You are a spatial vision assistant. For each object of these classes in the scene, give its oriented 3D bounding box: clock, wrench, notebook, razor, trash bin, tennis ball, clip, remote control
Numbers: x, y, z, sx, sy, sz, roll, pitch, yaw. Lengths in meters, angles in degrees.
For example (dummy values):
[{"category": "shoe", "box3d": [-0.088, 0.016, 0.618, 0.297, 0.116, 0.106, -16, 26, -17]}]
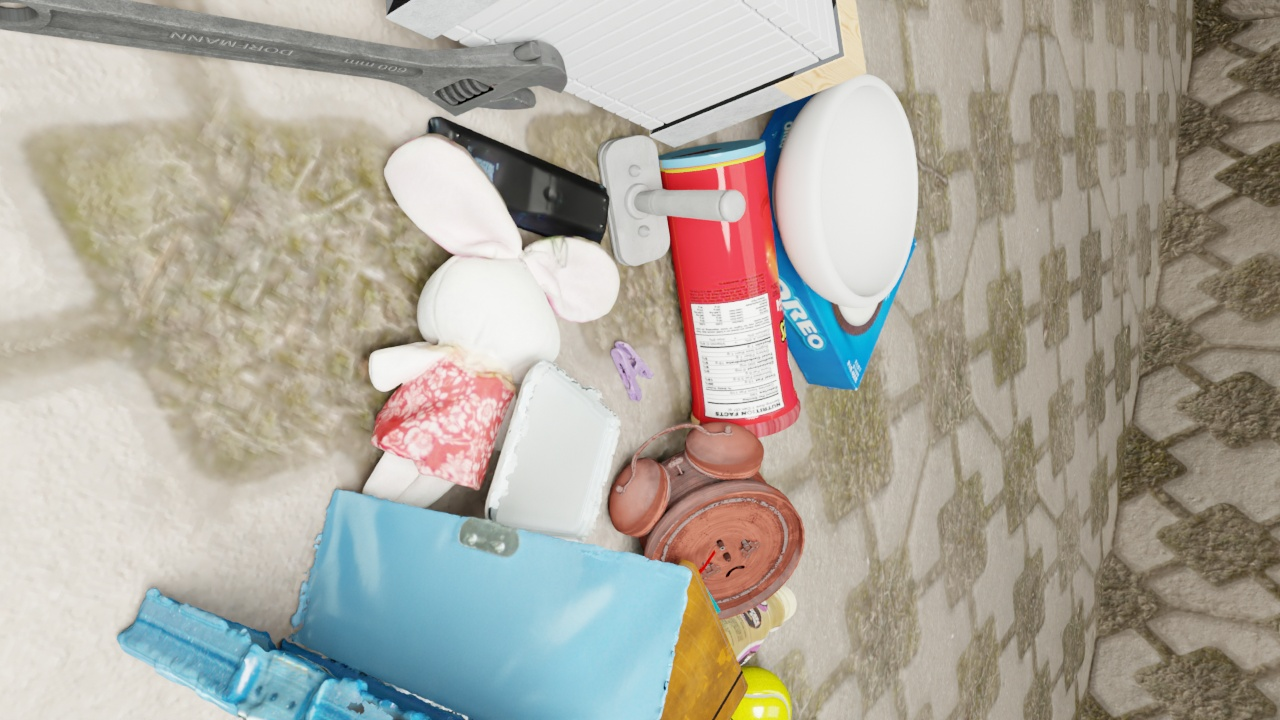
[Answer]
[{"category": "clock", "box3d": [0.046, 0.111, 0.665, 0.120, 0.072, 0.158, -29, 124, -1]}, {"category": "wrench", "box3d": [-0.145, -0.143, 0.427, 0.272, 0.073, 0.018, -7, 82, -44]}, {"category": "notebook", "box3d": [-0.002, 0.269, 0.612, 0.248, 0.014, 0.178, -50, 136, -31]}, {"category": "razor", "box3d": [0.024, -0.104, 0.609, 0.047, 0.116, 0.088, -22, 112, -33]}, {"category": "trash bin", "box3d": [0.000, -0.239, 0.511, 0.246, 0.143, 0.142, 7, 74, -53]}, {"category": "tennis ball", "box3d": [0.098, 0.301, 0.799, 0.065, 0.065, 0.065, -9, 102, -52]}, {"category": "clip", "box3d": [-0.008, 0.011, 0.668, 0.051, 0.014, 0.043, 25, 77, -54]}, {"category": "remote control", "box3d": [-0.069, -0.105, 0.564, 0.150, 0.022, 0.047, 10, 86, -52]}]

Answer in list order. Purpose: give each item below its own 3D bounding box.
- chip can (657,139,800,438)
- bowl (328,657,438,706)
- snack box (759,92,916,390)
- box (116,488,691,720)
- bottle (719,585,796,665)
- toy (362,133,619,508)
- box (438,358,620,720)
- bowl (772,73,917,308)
[{"category": "chip can", "box3d": [0.067, -0.053, 0.697, 0.086, 0.087, 0.213, -30, 117, -47]}, {"category": "bowl", "box3d": [-0.120, 0.188, 0.510, 0.110, 0.055, 0.110, -9, 101, -52]}, {"category": "snack box", "box3d": [0.175, -0.119, 0.851, 0.239, 0.056, 0.195, 53, 55, -40]}, {"category": "box", "box3d": [-0.100, 0.106, 0.380, 0.094, 0.232, 0.111, 41, 62, -47]}, {"category": "bottle", "box3d": [0.078, 0.222, 0.768, 0.165, 0.060, 0.059, -5, 98, -53]}, {"category": "toy", "box3d": [-0.092, -0.006, 0.502, 0.159, 0.084, 0.194, 28, 76, -35]}, {"category": "box", "box3d": [-0.057, 0.106, 0.535, 0.209, 0.045, 0.191, 46, 55, -76]}, {"category": "bowl", "box3d": [0.152, -0.130, 0.721, 0.176, 0.066, 0.176, -8, 101, -50]}]
